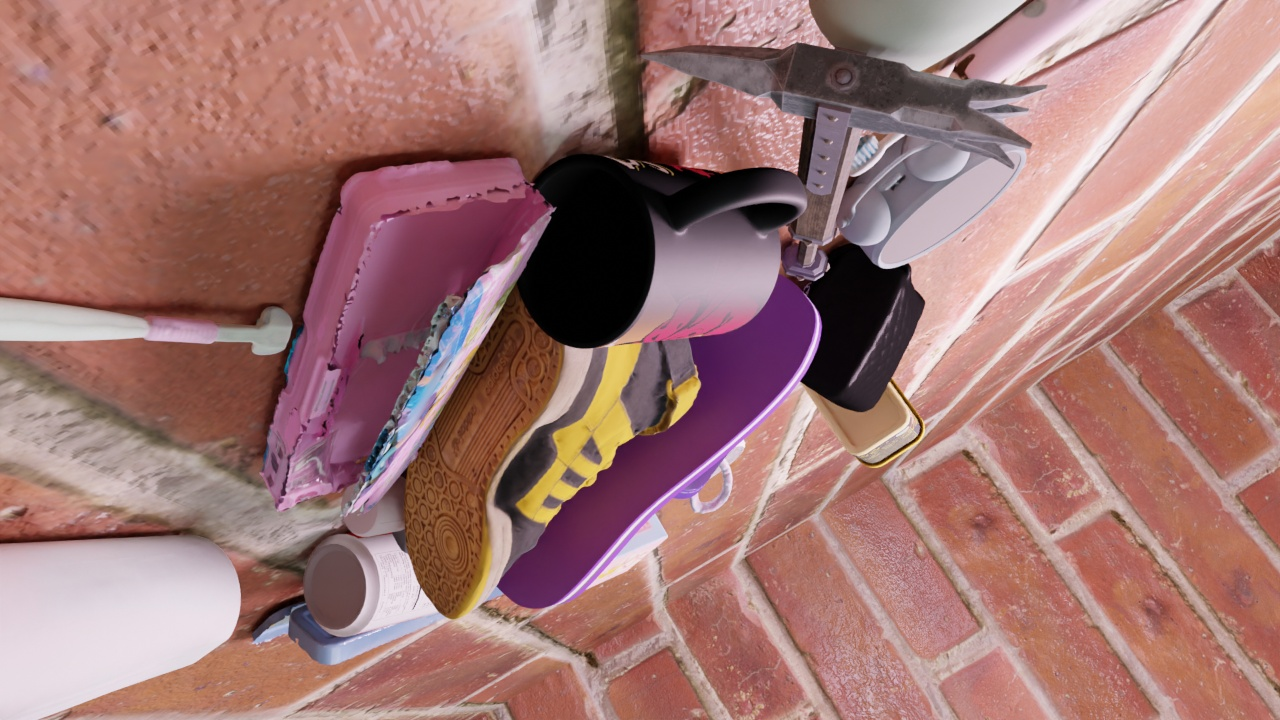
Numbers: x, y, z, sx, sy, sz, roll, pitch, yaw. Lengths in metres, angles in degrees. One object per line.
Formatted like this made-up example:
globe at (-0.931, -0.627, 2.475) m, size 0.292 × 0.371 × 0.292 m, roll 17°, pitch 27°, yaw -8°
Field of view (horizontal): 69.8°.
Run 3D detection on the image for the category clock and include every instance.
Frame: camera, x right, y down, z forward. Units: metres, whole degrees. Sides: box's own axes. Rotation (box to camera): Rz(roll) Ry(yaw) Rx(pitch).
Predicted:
clock at (0.188, -0.115, 0.608) m, size 0.123 × 0.045 × 0.159 m, roll -44°, pitch 159°, yaw 32°

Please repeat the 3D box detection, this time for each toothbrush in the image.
toothbrush at (-0.190, -0.013, 0.319) m, size 0.154 × 0.015 × 0.022 m, roll 2°, pitch 112°, yaw -58°
toothbrush at (0.207, -0.175, 0.509) m, size 0.223 × 0.027 × 0.026 m, roll -36°, pitch 128°, yaw 13°

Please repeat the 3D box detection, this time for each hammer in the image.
hammer at (0.090, -0.086, 0.487) m, size 0.317 × 0.147 × 0.028 m, roll 43°, pitch 62°, yaw -80°

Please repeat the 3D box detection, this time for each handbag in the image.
handbag at (0.161, -0.036, 0.743) m, size 0.125 × 0.115 × 0.153 m, roll -58°, pitch 154°, yaw 4°

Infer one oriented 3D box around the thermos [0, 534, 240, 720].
thermos at (-0.281, 0.125, 0.408) m, size 0.099 × 0.099 × 0.220 m, roll -35°, pitch 166°, yaw 10°

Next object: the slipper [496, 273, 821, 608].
slipper at (0.008, 0.050, 0.605) m, size 0.267 × 0.107 × 0.084 m, roll -49°, pitch 159°, yaw 8°

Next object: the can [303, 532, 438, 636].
can at (-0.181, 0.160, 0.687) m, size 0.070 × 0.070 × 0.132 m, roll -38°, pitch 161°, yaw 19°

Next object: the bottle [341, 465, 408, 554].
bottle at (-0.128, 0.092, 0.634) m, size 0.084 × 0.046 × 0.173 m, roll -40°, pitch 160°, yaw 24°

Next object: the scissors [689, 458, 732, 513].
scissors at (0.022, 0.063, 0.723) m, size 0.170 × 0.013 × 0.177 m, roll -21°, pitch 123°, yaw 6°

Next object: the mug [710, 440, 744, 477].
mug at (0.038, 0.073, 0.812) m, size 0.094 × 0.068 × 0.116 m, roll -31°, pitch 162°, yaw -3°

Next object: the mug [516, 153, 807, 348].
mug at (0.017, -0.055, 0.413) m, size 0.118 × 0.082 × 0.098 m, roll -23°, pitch 170°, yaw 39°

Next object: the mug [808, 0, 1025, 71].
mug at (0.092, -0.156, 0.315) m, size 0.111 × 0.084 × 0.104 m, roll 4°, pitch 164°, yaw -14°

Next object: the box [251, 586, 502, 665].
box at (-0.211, 0.199, 0.780) m, size 0.125 × 0.043 × 0.208 m, roll -5°, pitch -178°, yaw 40°

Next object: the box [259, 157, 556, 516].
box at (-0.108, 0.011, 0.421) m, size 0.084 × 0.071 × 0.231 m, roll -16°, pitch 156°, yaw -39°

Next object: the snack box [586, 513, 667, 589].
snack box at (-0.048, 0.152, 0.840) m, size 0.094 × 0.093 × 0.080 m, roll -14°, pitch 155°, yaw -44°

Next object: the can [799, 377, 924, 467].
can at (0.201, 0.030, 0.865) m, size 0.073 × 0.130 × 0.101 m, roll -36°, pitch 159°, yaw 13°

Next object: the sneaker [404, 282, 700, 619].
sneaker at (-0.054, 0.048, 0.537) m, size 0.121 × 0.086 × 0.239 m, roll -11°, pitch 139°, yaw -44°
